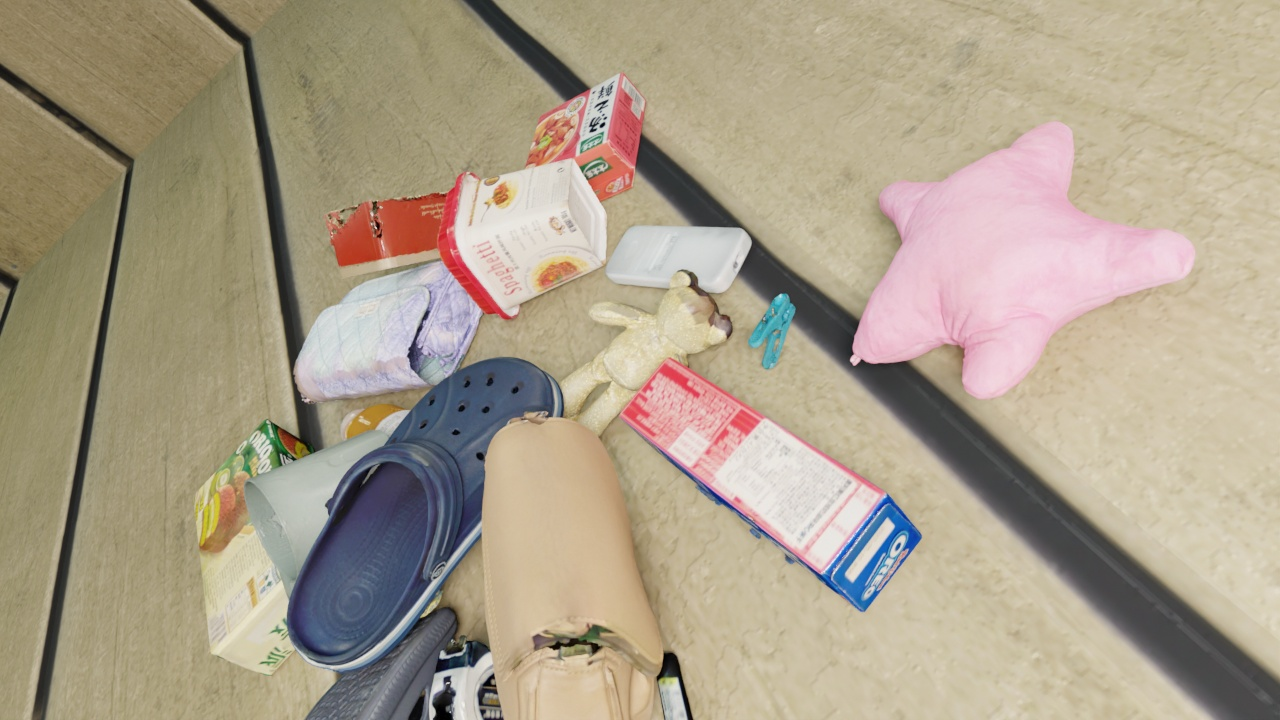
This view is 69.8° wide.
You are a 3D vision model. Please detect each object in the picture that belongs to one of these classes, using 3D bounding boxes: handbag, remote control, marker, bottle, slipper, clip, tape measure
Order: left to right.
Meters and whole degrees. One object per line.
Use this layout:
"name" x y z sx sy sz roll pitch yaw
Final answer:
"slipper" -0.188 0.278 0.590 0.111 0.083 0.267 -31 16 33
"handbag" -0.253 -0.025 0.914 0.194 0.075 0.134 -10 49 38
"bottle" -0.200 0.076 0.786 0.190 0.068 0.068 12 67 47
"slipper" -0.157 0.091 0.632 0.105 0.095 0.252 29 73 20
"tape measure" -0.100 0.216 0.578 0.034 0.065 0.065 -24 42 33
"handbag" -0.042 0.136 0.540 0.099 0.148 0.204 -7 44 -10
"remote control" 0.028 -0.083 0.746 0.136 0.020 0.055 10 66 46
"marker" 0.025 0.215 0.506 0.018 0.015 0.124 -34 38 15
"clip" 0.092 -0.023 0.636 0.013 0.038 0.055 0 52 40

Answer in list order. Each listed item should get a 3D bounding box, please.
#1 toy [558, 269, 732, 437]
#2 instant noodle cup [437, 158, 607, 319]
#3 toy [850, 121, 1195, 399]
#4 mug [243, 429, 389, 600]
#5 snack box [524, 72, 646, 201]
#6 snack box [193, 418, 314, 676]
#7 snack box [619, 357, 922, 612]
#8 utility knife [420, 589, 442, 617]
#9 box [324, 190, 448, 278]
"toy" -0.004 0.004 0.679 0.157 0.066 0.105 -40 72 15
"instant noodle cup" -0.102 -0.116 0.832 0.124 0.116 0.116 -16 47 17
"toy" 0.192 -0.058 0.534 0.179 0.074 0.194 -36 37 18
"mug" -0.233 0.126 0.708 0.103 0.124 0.084 -26 31 -36
"snack box" -0.057 -0.210 0.912 0.113 0.044 0.126 -18 48 32
"snack box" -0.347 0.164 0.852 0.114 0.063 0.240 -47 39 1
"snack box" 0.069 0.068 0.554 0.058 0.057 0.207 -49 38 -6
"utility knife" -0.198 0.191 0.714 0.152 0.018 0.030 -13 33 42
"box" -0.214 -0.136 0.894 0.091 0.079 0.167 -4 11 41
